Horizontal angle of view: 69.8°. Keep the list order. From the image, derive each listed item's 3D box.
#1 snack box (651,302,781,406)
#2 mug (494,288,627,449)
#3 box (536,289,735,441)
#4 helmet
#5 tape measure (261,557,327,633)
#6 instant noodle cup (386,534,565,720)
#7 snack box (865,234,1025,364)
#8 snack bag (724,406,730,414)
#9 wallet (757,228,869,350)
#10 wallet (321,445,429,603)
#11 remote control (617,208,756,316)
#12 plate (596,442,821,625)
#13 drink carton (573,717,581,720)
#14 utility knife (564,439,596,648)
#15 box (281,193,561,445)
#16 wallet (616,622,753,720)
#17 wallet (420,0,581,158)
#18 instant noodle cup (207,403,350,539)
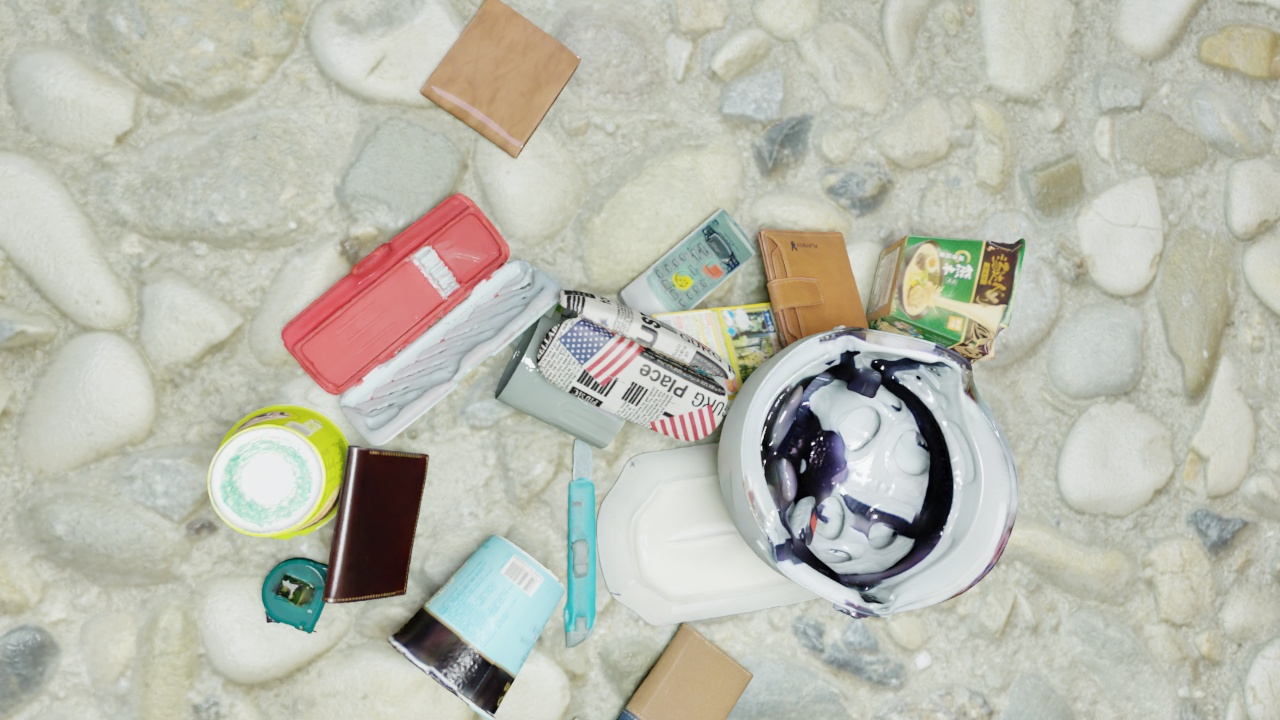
[{"bbox_3d":[0.075,-0.003,0.828,0.140,0.034,0.087,-8,75,-24],"label":"snack box"},{"bbox_3d":[-0.055,0.003,0.799,0.103,0.084,0.123,29,56,-12],"label":"mug"},{"bbox_3d":[-0.005,0.005,0.749,0.162,0.075,0.086,26,93,-17],"label":"box"},{"bbox_3d":[0.173,0.091,0.775,0.258,0.146,0.229,19,83,-23],"label":"helmet"},{"bbox_3d":[-0.282,0.190,0.753,0.054,0.025,0.058,22,81,-13],"label":"tape measure"},{"bbox_3d":[-0.127,0.213,0.757,0.111,0.111,0.120,41,70,-9],"label":"instant noodle cup"},{"bbox_3d":[0.280,-0.065,0.870,0.105,0.118,0.117,15,84,-3],"label":"snack box"},{"bbox_3d":[0.087,0.036,0.853,0.105,0.026,0.045,24,68,-12],"label":"snack bag"},{"bbox_3d":[0.156,-0.057,0.849,0.118,0.035,0.130,-2,73,-35],"label":"wallet"},{"bbox_3d":[-0.212,0.133,0.745,0.020,0.096,0.122,7,84,24],"label":"wallet"},{"bbox_3d":[0.044,-0.080,0.852,0.135,0.019,0.056,-40,97,-13],"label":"remote control"},{"bbox_3d":[0.093,0.155,0.844,0.265,0.034,0.162,-5,88,-15],"label":"plate"},{"bbox_3d":[-0.038,0.376,0.794,0.053,0.046,0.122,-35,97,-25],"label":"drink carton"},{"bbox_3d":[-0.054,0.163,0.818,0.029,0.013,0.185,1,87,-14],"label":"utility knife"},{"bbox_3d":[-0.181,-0.034,0.770,0.201,0.069,0.157,-41,72,-13],"label":"box"},{"bbox_3d":[0.039,0.307,0.825,0.090,0.033,0.115,39,78,-12],"label":"wallet"},{"bbox_3d":[-0.123,-0.254,0.820,0.101,0.020,0.115,34,77,-10],"label":"wallet"},{"bbox_3d":[-0.281,0.089,0.707,0.111,0.123,0.111,1,87,-14],"label":"instant noodle cup"}]
